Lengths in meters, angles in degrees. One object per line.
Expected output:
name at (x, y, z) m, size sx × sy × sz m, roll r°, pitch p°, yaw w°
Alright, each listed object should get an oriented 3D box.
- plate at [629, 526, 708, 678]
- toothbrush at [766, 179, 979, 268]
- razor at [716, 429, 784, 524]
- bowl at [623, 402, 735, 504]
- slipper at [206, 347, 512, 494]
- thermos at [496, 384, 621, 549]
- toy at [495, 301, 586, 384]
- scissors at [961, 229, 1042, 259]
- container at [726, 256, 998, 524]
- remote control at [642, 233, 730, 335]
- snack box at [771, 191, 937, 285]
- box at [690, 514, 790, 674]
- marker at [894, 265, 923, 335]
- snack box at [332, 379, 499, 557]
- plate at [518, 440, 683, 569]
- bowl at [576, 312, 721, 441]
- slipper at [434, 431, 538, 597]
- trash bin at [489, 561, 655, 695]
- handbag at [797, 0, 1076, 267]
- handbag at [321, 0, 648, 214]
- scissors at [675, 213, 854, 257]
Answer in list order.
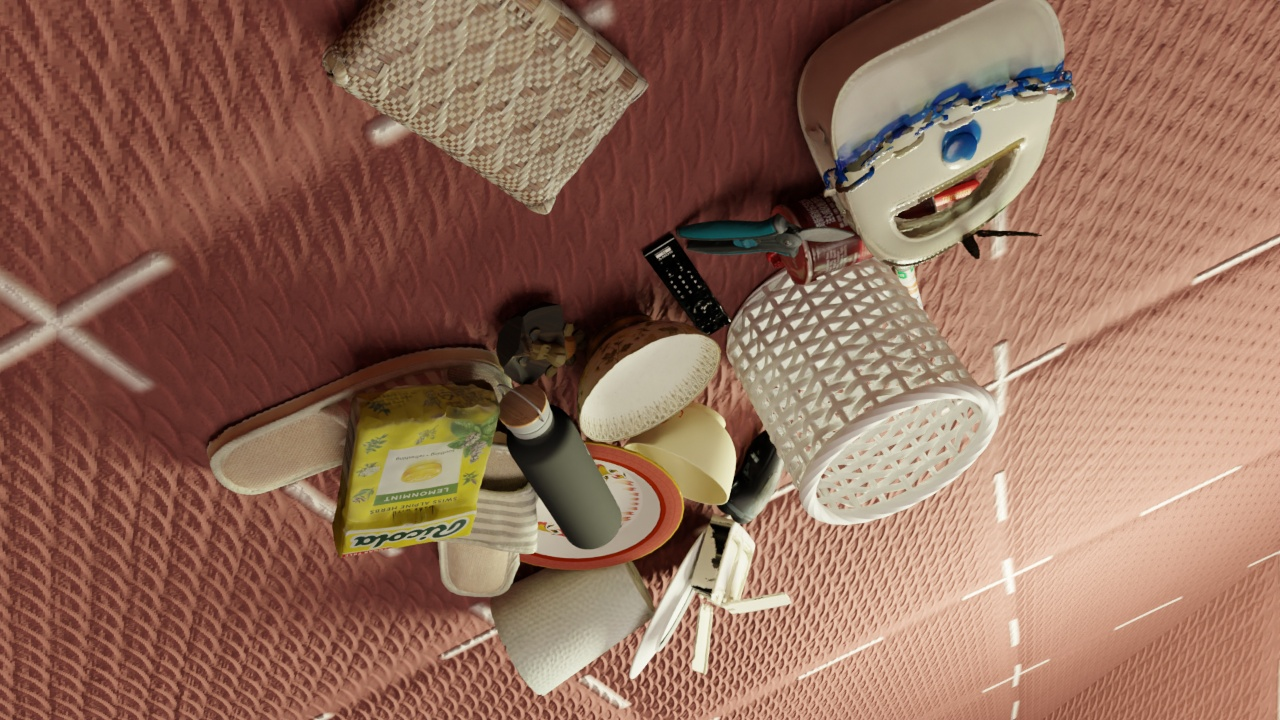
plate at (0.045, 0.299, 1.130) m, size 0.208 × 0.015 × 0.209 m, roll -56°, pitch 164°, yaw -26°
toothbrush at (0.216, -0.124, 0.835) m, size 0.212 × 0.018 × 0.012 m, roll -20°, pitch 141°, yaw -6°
razor at (0.128, 0.132, 1.058) m, size 0.063 × 0.053 × 0.141 m, roll -11°, pitch 139°, yaw -28°
bowl at (0.051, 0.086, 0.939) m, size 0.073 × 0.118 × 0.118 m, roll -61°, pitch 148°, yaw -22°
slipper at (-0.236, 0.064, 0.793) m, size 0.263 × 0.052 × 0.115 m, roll -18°, pitch 140°, yaw -7°
thermos at (-0.076, 0.093, 0.831) m, size 0.061 × 0.061 × 0.231 m, roll -23°, pitch 140°, yaw -1°
toy at (-0.078, -0.013, 0.785) m, size 0.100 × 0.062 × 0.076 m, roll 3°, pitch 115°, yaw -54°
scissors at (0.277, -0.113, 0.805) m, size 0.157 × 0.171 × 0.012 m, roll -41°, pitch 118°, yaw -42°
container at (0.200, 0.024, 0.861) m, size 0.189 × 0.186 × 0.190 m, roll -14°, pitch 141°, yaw -12°
remote control at (0.044, -0.064, 0.822) m, size 0.030 × 0.009 × 0.140 m, roll -31°, pitch 141°, yaw 9°
snack box at (0.181, -0.117, 0.783) m, size 0.121 × 0.072 × 0.072 m, roll -21°, pitch 142°, yaw -6°
box at (0.122, 0.297, 1.115) m, size 0.099 × 0.183 × 0.143 m, roll 12°, pitch 163°, yaw 23°
marker at (0.273, -0.070, 0.927) m, size 0.017 × 0.017 × 0.145 m, roll -29°, pitch 142°, yaw 6°
snack box at (-0.190, 0.094, 0.775) m, size 0.121 × 0.045 × 0.181 m, roll -5°, pitch 138°, yaw -29°
plate at (-0.069, 0.152, 0.969) m, size 0.230 × 0.021 × 0.230 m, roll -1°, pitch 136°, yaw -1°
bowl at (-0.005, 0.005, 0.823) m, size 0.145 × 0.063 × 0.145 m, roll -25°, pitch 150°, yaw -16°
slipper at (-0.161, 0.172, 0.936) m, size 0.114 × 0.053 × 0.273 m, roll 12°, pitch 135°, yaw -7°
trash bin at (-0.076, 0.295, 1.087) m, size 0.161 × 0.133 × 0.133 m, roll -30°, pitch 142°, yaw -1°
handbag at (0.226, -0.166, 0.691) m, size 0.201 × 0.093 × 0.200 m, roll -28°, pitch 124°, yaw 2°
handbag at (-0.094, -0.184, 0.585) m, size 0.124 × 0.047 × 0.185 m, roll -47°, pitch 137°, yaw 14°
scissors at (0.099, -0.096, 0.742) m, size 0.136 × 0.019 × 0.139 m, roll 19°, pitch 158°, yaw -4°
